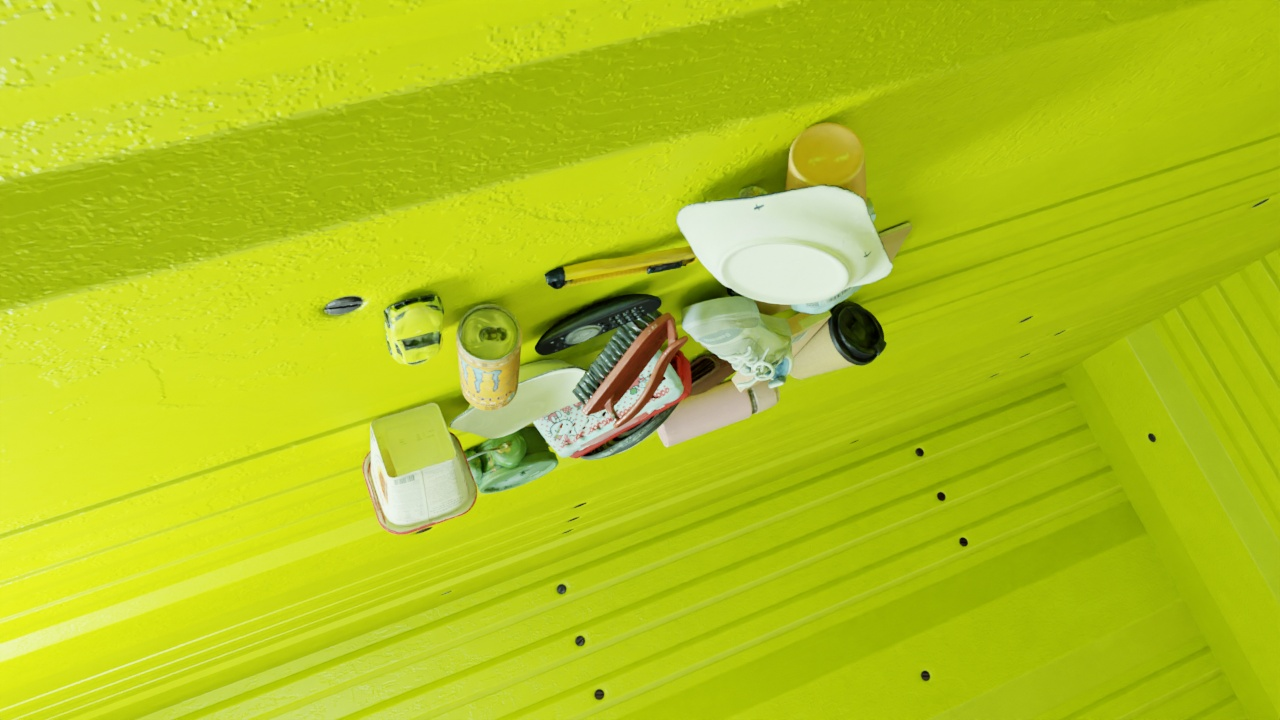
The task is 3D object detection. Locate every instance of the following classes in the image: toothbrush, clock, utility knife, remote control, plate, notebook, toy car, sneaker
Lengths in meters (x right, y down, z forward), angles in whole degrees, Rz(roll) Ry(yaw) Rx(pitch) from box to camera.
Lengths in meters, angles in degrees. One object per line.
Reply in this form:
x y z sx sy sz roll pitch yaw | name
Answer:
0.095 -0.116 0.879 0.020 0.029 0.190 -61 175 -16 | toothbrush
-0.185 0.136 1.260 0.116 0.056 0.161 -29 163 21 | clock
0.021 -0.091 0.833 0.223 0.015 0.033 -12 165 -15 | utility knife
-0.045 -0.041 0.925 0.136 0.024 0.053 -22 166 4 | remote control
-0.006 0.082 1.226 0.179 0.024 0.179 -34 -169 7 | plate
-0.130 0.038 1.051 0.164 0.034 0.163 -24 164 8 | plate
0.124 -0.087 0.790 0.164 0.034 0.164 -3 155 28 | plate
0.218 -0.100 1.112 0.207 0.008 0.148 -21 165 -3 | notebook
-0.190 -0.022 0.780 0.048 0.032 0.105 -16 162 -18 | toy car
0.119 -0.014 1.075 0.090 0.090 0.242 -14 167 26 | sneaker

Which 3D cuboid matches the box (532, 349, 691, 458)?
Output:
-0.041 0.042 1.152 0.202 0.095 0.100 -30 124 23 | box

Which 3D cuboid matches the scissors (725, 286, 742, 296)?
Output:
0.171 -0.103 1.012 0.159 0.014 0.181 -25 159 7 | scissors

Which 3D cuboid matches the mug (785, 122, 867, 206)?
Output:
0.157 -0.144 0.777 0.078 0.078 0.123 -23 159 2 | mug

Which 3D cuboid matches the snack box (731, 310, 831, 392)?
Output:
0.192 -0.016 1.264 0.084 0.026 0.158 -25 162 -32 | snack box

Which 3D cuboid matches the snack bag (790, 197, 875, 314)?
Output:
0.199 -0.106 0.967 0.110 0.038 0.191 -25 159 7 | snack bag

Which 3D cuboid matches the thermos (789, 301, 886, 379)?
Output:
0.269 -0.022 1.301 0.092 0.093 0.144 -10 167 -36 | thermos

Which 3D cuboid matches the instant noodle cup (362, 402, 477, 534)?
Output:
-0.250 0.117 1.029 0.116 0.116 0.124 -17 152 -19 | instant noodle cup

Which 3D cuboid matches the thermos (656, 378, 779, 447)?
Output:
0.118 0.071 1.454 0.198 0.067 0.087 -20 -164 -12 | thermos

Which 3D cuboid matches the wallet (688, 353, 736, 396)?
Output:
0.095 0.018 1.298 0.101 0.032 0.125 -10 161 -46 | wallet

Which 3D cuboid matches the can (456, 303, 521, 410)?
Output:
-0.143 0.000 0.866 0.058 0.058 0.146 -18 164 -15 | can

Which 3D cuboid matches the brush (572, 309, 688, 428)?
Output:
-0.006 0.006 0.990 0.146 0.069 0.063 -53 161 28 | brush
